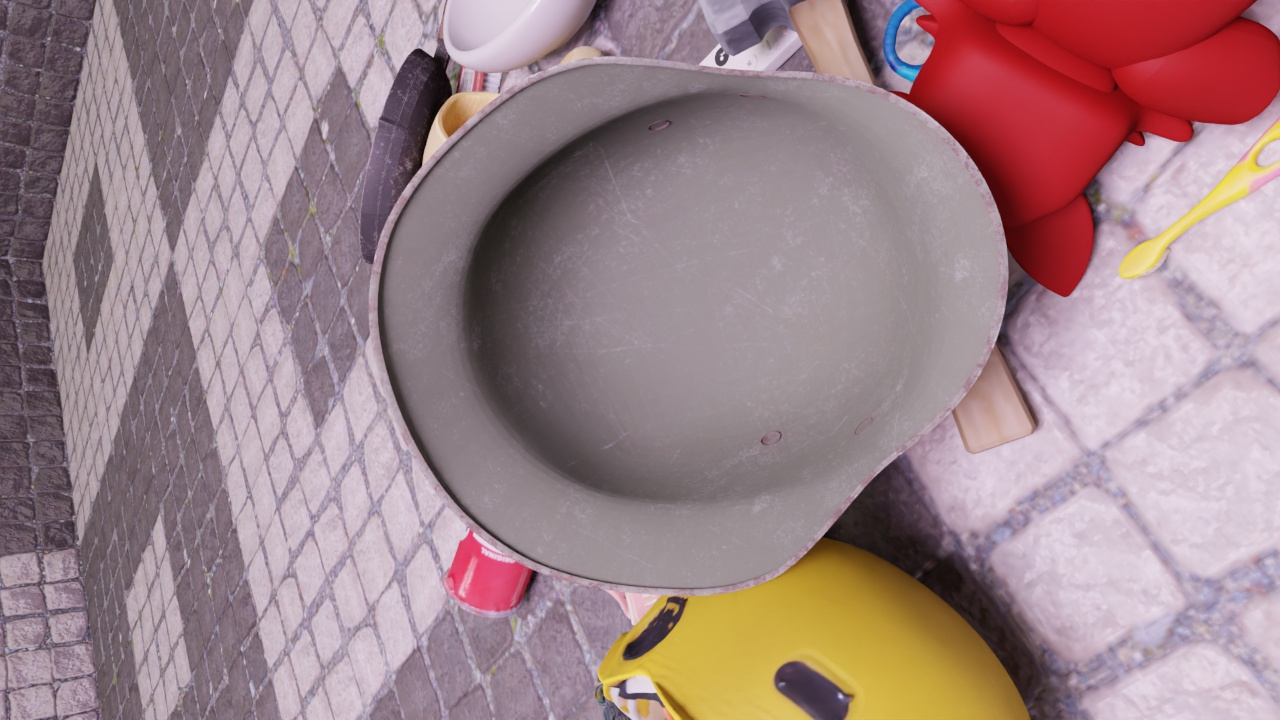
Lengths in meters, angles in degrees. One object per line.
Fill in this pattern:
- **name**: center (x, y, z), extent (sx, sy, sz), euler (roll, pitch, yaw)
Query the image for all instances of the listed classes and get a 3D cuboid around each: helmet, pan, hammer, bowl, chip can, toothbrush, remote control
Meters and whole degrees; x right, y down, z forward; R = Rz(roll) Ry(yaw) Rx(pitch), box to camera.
- **helmet**: center (0.030, -0.030, 0.439), extent (0.268, 0.153, 0.227), euler (-17, 101, 21)
- **pan**: center (-0.193, -0.258, 0.862), extent (0.208, 0.040, 0.356), euler (150, 136, -82)
- **hammer**: center (0.133, -0.106, 0.502), extent (0.117, 0.051, 0.322), euler (-23, 76, 18)
- **bowl**: center (-0.082, -0.304, 0.739), extent (0.177, 0.066, 0.176), euler (-24, 55, 38)
- **chip can**: center (-0.095, 0.097, 0.751), extent (0.073, 0.073, 0.233), euler (41, 118, 41)
- **toothbrush**: center (0.263, -0.083, 0.394), extent (0.136, 0.016, 0.021), euler (-50, 52, 32)
- **helmet**: center (0.099, 0.160, 0.437), extent (0.209, 0.139, 0.240), euler (37, 163, 5)
- **remote control**: center (0.074, -0.206, 0.612), extent (0.137, 0.013, 0.043), euler (-37, 62, 42)

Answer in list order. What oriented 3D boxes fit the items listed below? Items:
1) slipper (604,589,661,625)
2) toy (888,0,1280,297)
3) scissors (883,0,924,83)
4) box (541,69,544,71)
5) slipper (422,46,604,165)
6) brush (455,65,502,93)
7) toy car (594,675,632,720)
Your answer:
- **slipper**: center (0.010, 0.136, 0.592), extent (0.198, 0.081, 0.093), euler (1, 116, 36)
- **toy**: center (0.185, -0.140, 0.404), extent (0.158, 0.120, 0.198), euler (29, 131, 1)
- **scissors**: center (0.157, -0.208, 0.481), extent (0.015, 0.083, 0.140), euler (66, -164, -82)
- **box**: center (-0.048, -0.119, 0.672), extent (0.158, 0.122, 0.136), euler (-41, 64, 40)
- **slipper**: center (-0.134, -0.187, 0.772), extent (0.262, 0.079, 0.111), euler (-30, 32, 40)
- **brush**: center (-0.143, -0.288, 0.848), extent (0.041, 0.030, 0.172), euler (29, 111, 46)
- **toy car**: center (-0.003, 0.268, 0.670), extent (0.048, 0.032, 0.105), euler (-41, 54, 41)
